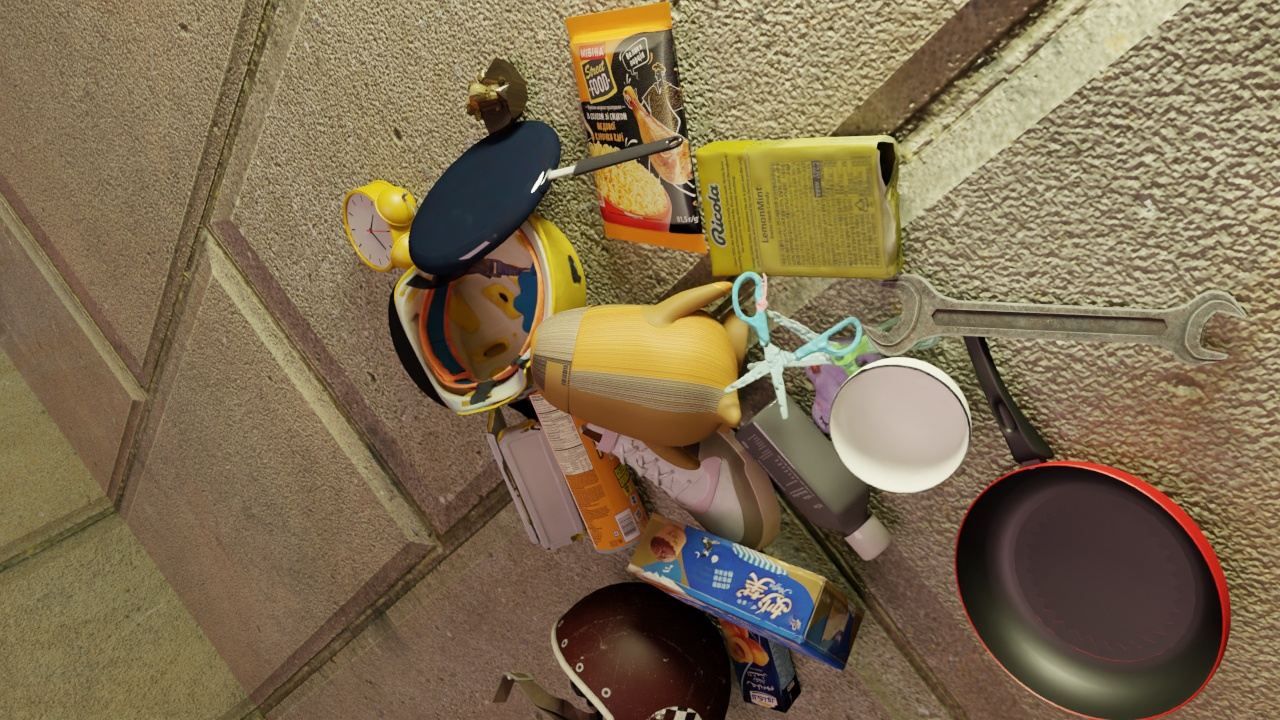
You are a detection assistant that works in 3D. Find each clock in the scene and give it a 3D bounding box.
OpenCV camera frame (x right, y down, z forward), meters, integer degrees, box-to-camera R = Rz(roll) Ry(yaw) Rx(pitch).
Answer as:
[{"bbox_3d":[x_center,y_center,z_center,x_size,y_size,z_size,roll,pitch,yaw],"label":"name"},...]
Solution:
[{"bbox_3d":[-0.325,-0.169,1.170,0.152,0.051,0.114,9,120,41],"label":"clock"}]

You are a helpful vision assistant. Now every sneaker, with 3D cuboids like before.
[{"bbox_3d":[0.023,0.100,0.976,0.294,0.116,0.112,50,136,7],"label":"sneaker"}]

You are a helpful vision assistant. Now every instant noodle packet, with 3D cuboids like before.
[{"bbox_3d":[-0.006,-0.215,0.868,0.160,0.032,0.221,19,126,50],"label":"instant noodle packet"}]

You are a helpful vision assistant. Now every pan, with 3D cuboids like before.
[{"bbox_3d":[0.336,0.114,0.751,0.209,0.067,0.356,-25,79,48],"label":"pan"},{"bbox_3d":[-0.104,-0.177,0.890,0.357,0.198,0.021,-5,144,39],"label":"pan"},{"bbox_3d":[-0.201,0.023,1.180,0.355,0.044,0.205,43,135,15],"label":"pan"}]

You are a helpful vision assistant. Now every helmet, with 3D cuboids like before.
[{"bbox_3d":[-0.019,0.388,1.090,0.233,0.233,0.254,20,100,-15],"label":"helmet"},{"bbox_3d":[-0.139,-0.062,1.010,0.241,0.139,0.209,-44,67,27],"label":"helmet"}]

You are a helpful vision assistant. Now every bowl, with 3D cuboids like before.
[{"bbox_3d":[0.220,0.048,0.772,0.113,0.063,0.113,8,111,22],"label":"bowl"}]

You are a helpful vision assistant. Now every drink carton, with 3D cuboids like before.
[{"bbox_3d":[0.140,0.343,1.070,0.064,0.040,0.130,-1,113,42],"label":"drink carton"}]

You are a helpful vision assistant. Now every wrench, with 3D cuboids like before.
[{"bbox_3d":[0.305,-0.030,0.711,0.274,0.010,0.070,5,94,35],"label":"wrench"}]

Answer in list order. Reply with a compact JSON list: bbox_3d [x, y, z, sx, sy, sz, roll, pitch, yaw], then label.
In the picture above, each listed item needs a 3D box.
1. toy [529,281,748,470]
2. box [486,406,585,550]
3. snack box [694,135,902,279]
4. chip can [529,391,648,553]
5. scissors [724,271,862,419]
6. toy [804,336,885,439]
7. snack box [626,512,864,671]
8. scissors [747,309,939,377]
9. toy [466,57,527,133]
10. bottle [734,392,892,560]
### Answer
[{"bbox_3d":[-0.005,0.005,0.892,0.203,0.162,0.199,8,114,0],"label":"toy"},{"bbox_3d":[-0.127,0.148,1.164,0.080,0.079,0.210,-11,126,9],"label":"box"},{"bbox_3d":[0.139,-0.132,0.796,0.181,0.045,0.121,6,118,36],"label":"snack box"},{"bbox_3d":[-0.060,0.116,1.086,0.075,0.075,0.215,-10,107,44],"label":"chip can"},{"bbox_3d":[0.132,-0.018,0.808,0.136,0.015,0.135,-12,88,13],"label":"scissors"},{"bbox_3d":[0.192,0.026,0.847,0.080,0.036,0.100,-8,108,32],"label":"toy"},{"bbox_3d":[0.111,0.241,0.959,0.203,0.069,0.155,15,163,35],"label":"snack box"},{"bbox_3d":[0.178,0.003,0.818,0.171,0.028,0.139,-4,106,25],"label":"scissors"},{"bbox_3d":[-0.158,-0.276,0.961,0.100,0.062,0.076,13,100,48],"label":"toy"},{"bbox_3d":[0.171,0.116,0.887,0.174,0.046,0.084,48,165,7],"label":"bottle"}]
